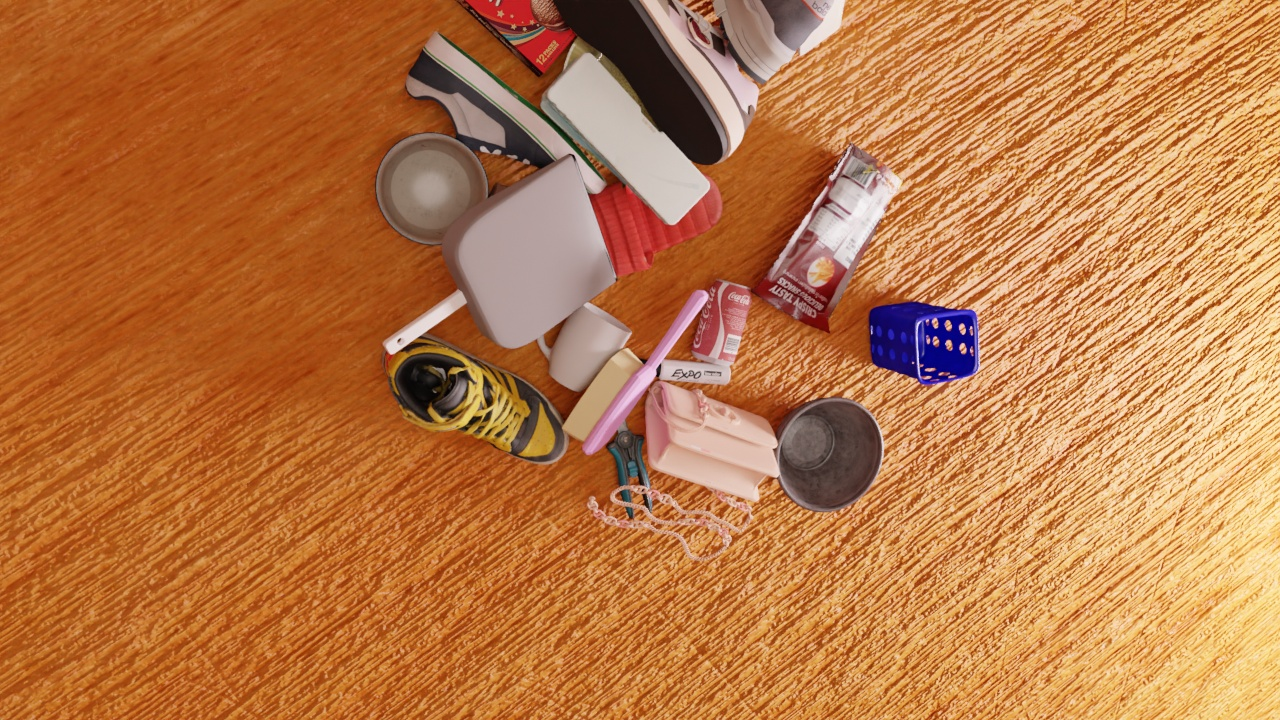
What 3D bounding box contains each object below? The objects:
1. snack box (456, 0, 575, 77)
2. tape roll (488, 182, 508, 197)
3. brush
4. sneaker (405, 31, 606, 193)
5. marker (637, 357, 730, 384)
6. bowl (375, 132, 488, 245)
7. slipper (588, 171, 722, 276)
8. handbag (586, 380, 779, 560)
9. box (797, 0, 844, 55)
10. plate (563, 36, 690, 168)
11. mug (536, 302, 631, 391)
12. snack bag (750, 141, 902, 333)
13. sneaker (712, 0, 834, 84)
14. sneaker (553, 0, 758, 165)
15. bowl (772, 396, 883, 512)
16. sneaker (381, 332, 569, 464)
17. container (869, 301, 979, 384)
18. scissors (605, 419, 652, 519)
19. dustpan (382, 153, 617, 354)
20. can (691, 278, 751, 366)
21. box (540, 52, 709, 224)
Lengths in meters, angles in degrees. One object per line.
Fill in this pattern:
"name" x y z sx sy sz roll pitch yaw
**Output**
"snack box" -0.108 -0.410 0.982 0.132 0.036 0.152 40 88 -18
"tape roll" -0.156 -0.142 0.987 0.030 0.094 0.094 18 95 -17
"brush" -0.006 0.006 1.036 0.043 0.089 0.229 38 104 9
"sneaker" -0.144 -0.243 0.985 0.235 0.084 0.079 36 102 -14
"marker" 0.046 0.012 1.105 0.125 0.025 0.025 5 98 -16
"bowl" -0.223 -0.182 0.980 0.115 0.059 0.115 -3 100 -15
"slipper" -0.014 -0.152 1.043 0.248 0.059 0.103 -18 104 -13
"handbag" 0.045 0.125 1.111 0.198 0.116 0.188 20 125 -22
"box" 0.228 -0.402 0.999 0.143 0.181 0.081 -35 111 -2
"plate" 0.000 -0.299 1.031 0.184 0.036 0.184 -2 100 -15
"mug" -0.078 -0.023 1.051 0.107 0.071 0.089 34 99 9
"snack bag" 0.232 -0.143 1.100 0.138 0.067 0.208 24 94 -41
"sneaker" 0.133 -0.416 0.957 0.088 0.125 0.239 7 63 -51
"sneaker" 0.025 -0.354 0.965 0.294 0.112 0.116 46 64 -16
"bowl" 0.223 0.110 1.147 0.145 0.067 0.145 -3 100 -15
"sneaker" -0.173 0.051 1.003 0.238 0.122 0.086 31 92 -17
"container" 0.346 -0.025 1.132 0.085 0.113 0.084 -9 102 -14
"scissors" -0.008 0.120 1.114 0.135 0.019 0.130 32 84 -18
"dustpan" -0.149 -0.081 0.944 0.257 0.033 0.163 -38 133 -21
"can" 0.097 -0.045 1.093 0.054 0.054 0.096 14 96 -17
"box" -0.015 -0.234 0.985 0.199 0.073 0.085 42 60 -19
